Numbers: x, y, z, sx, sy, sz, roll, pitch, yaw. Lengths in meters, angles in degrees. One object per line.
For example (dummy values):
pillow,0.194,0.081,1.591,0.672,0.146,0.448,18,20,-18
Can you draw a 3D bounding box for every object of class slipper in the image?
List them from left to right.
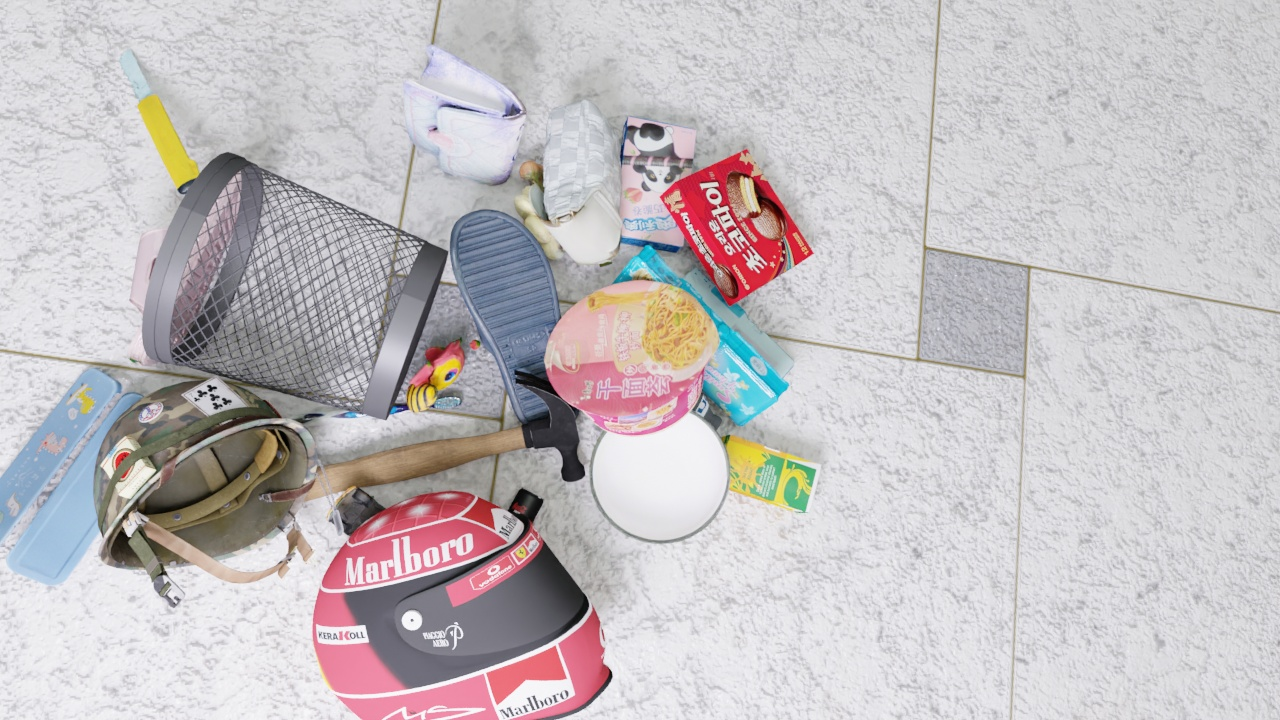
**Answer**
slipper,-0.488,-0.108,0.967,0.064,0.094,0.239,22,71,-11
slipper,-0.137,-0.044,1.034,0.101,0.082,0.264,-21,105,-10

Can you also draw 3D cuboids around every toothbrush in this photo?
toothbrush,-0.292,0.056,1.013,0.189,0.017,0.016,-7,83,-12

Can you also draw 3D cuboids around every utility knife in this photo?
utility knife,-0.522,-0.263,0.991,0.030,0.019,0.227,-31,70,-10

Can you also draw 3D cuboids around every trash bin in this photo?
trash bin,-0.336,-0.064,0.929,0.227,0.218,0.217,20,77,-11

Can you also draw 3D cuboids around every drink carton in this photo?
drink carton,0.141,0.132,1.070,0.122,0.041,0.058,19,77,-8

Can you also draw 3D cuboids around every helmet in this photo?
helmet,-0.412,0.128,0.880,0.225,0.192,0.236,-30,67,18
helmet,-0.184,0.240,0.900,0.271,0.197,0.224,-15,97,3

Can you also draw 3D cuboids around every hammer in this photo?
hammer,-0.220,0.098,0.993,0.305,0.040,0.132,-12,113,-6

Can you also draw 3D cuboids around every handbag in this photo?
handbag,-0.194,-0.261,1.014,0.126,0.159,0.069,29,73,-5
handbag,-0.082,-0.203,1.052,0.123,0.112,0.171,-8,67,22

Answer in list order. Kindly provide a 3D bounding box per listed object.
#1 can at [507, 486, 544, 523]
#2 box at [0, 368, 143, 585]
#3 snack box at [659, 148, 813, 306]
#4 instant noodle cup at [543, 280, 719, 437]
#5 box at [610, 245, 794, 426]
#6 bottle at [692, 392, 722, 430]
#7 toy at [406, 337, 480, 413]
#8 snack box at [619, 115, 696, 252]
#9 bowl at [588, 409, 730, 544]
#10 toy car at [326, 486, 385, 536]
can,-0.138,0.182,1.013,0.031,0.031,0.080,29,76,-5
box,-0.583,0.116,0.934,0.122,0.047,0.209,32,75,-5
snack box,0.116,-0.160,1.091,0.132,0.036,0.152,-32,89,-37
instant noodle cup,-0.006,0.006,0.984,0.179,0.078,0.178,-7,52,9
box,0.085,-0.048,1.075,0.227,0.097,0.116,45,54,0
bottle,0.043,0.047,1.063,0.112,0.047,0.047,32,76,-4
toy,-0.222,0.014,1.000,0.046,0.084,0.103,49,46,-21
snack box,0.015,-0.212,1.108,0.088,0.033,0.154,9,79,-10
bowl,0.021,0.126,1.025,0.153,0.073,0.153,0,82,1
toy car,-0.289,0.171,0.974,0.047,0.047,0.112,-53,132,-16
